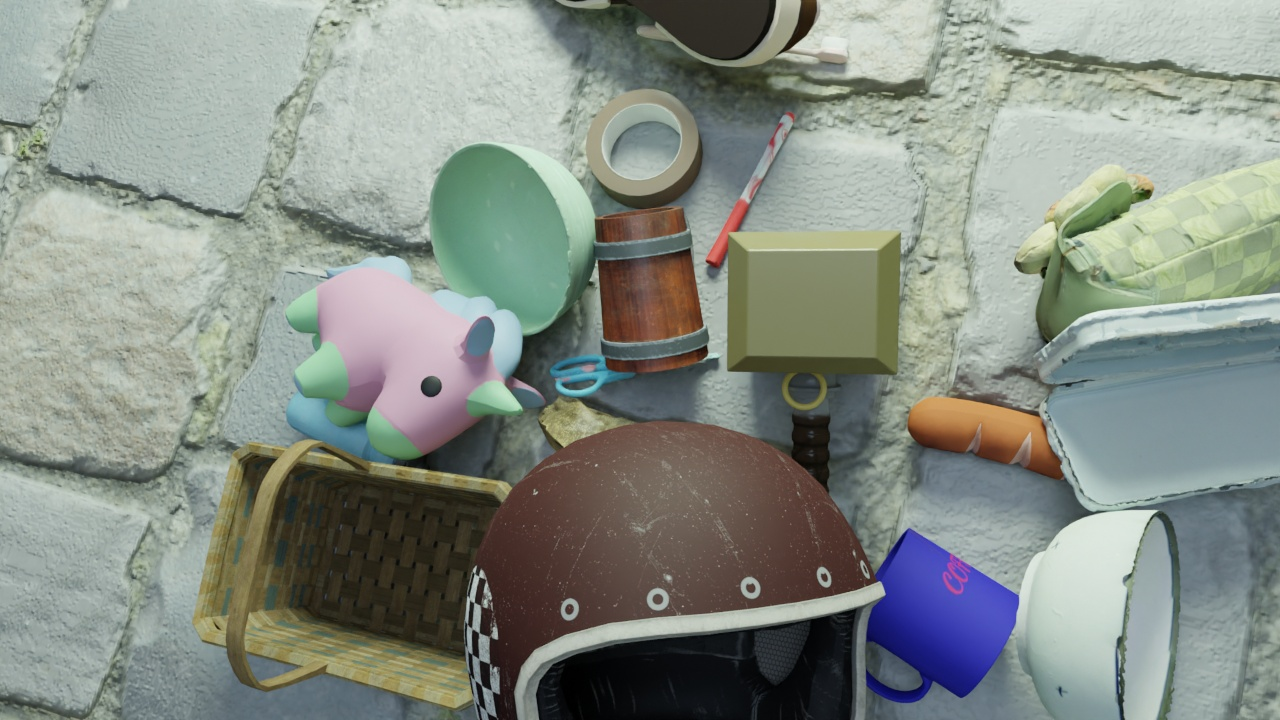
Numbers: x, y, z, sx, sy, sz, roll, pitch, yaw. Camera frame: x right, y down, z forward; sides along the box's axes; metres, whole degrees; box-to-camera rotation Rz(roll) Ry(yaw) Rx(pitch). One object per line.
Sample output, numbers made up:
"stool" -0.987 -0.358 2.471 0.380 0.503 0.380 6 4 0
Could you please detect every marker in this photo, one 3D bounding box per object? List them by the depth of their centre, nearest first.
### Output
"marker" 0.090 -0.140 0.745 0.013 0.013 0.142 27 85 15

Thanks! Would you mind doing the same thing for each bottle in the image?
"bottle" -0.228 0.063 0.752 0.130 0.040 0.040 25 84 15

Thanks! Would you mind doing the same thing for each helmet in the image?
"helmet" 0.011 0.160 0.493 0.233 0.234 0.253 1 84 -31

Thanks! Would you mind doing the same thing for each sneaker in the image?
"sneaker" 0.028 -0.333 0.764 0.294 0.116 0.112 33 122 30

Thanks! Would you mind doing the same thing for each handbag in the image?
"handbag" 0.356 -0.085 0.638 0.186 0.113 0.116 -20 62 3

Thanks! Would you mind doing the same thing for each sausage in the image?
"sausage" 0.274 0.060 0.652 0.164 0.039 0.044 16 57 14

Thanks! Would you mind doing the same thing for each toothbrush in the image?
"toothbrush" 0.084 -0.270 0.771 0.181 0.016 0.018 11 74 13

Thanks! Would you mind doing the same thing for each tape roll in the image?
"tape roll" 0.003 -0.175 0.759 0.094 0.030 0.093 -2 78 11

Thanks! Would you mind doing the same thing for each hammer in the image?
"hammer" 0.117 0.077 0.634 0.101 0.190 0.325 1 96 11

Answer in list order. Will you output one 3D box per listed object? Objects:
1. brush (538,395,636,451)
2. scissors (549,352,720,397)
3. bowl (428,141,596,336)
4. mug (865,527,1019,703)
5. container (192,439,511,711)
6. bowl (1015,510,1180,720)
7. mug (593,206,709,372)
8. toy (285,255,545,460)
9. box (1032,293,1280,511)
"brush" 0.002 0.083 0.692 0.195 0.043 0.059 29 68 20
"scissors" -0.004 0.004 0.725 0.136 0.055 0.015 -12 120 2
"bowl" -0.089 -0.101 0.725 0.151 0.076 0.151 16 119 33
"mug" 0.192 0.184 0.628 0.083 0.079 0.111 32 104 15
"container" -0.204 0.142 0.639 0.250 0.186 0.157 6 79 22
"bowl" 0.289 0.167 0.583 0.073 0.153 0.153 3 78 41
"mug" 0.014 -0.059 0.699 0.082 0.117 0.111 -1 104 28
"toy" -0.180 -0.017 0.716 0.171 0.120 0.222 -25 53 0
"box" 0.377 0.011 0.589 0.210 0.106 0.129 -11 62 -2
